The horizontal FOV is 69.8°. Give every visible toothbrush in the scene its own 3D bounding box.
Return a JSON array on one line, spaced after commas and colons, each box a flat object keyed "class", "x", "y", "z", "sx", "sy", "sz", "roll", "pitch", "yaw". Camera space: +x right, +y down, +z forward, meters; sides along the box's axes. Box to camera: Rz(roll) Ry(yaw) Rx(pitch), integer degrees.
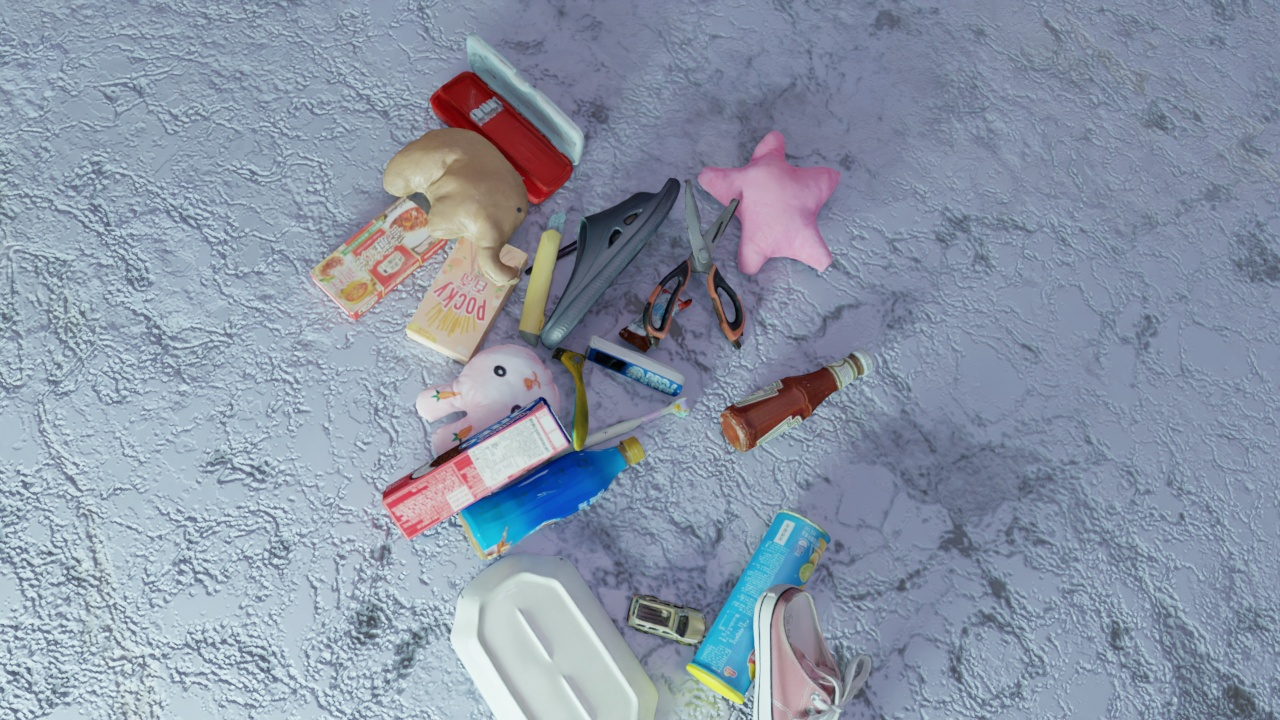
[{"class": "toothbrush", "x": -0.028, "y": 0.084, "z": 1.091, "sx": 0.189, "sy": 0.029, "sz": 0.020, "roll": -20, "pitch": 35, "yaw": -13}, {"class": "toothbrush", "x": -0.065, "y": -0.155, "z": 1.164, "sx": 0.188, "sy": 0.017, "sz": 0.014, "roll": -31, "pitch": 73, "yaw": -14}]

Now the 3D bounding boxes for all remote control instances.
[{"class": "remote control", "x": -0.007, "y": 0.006, "z": 1.103, "sx": 0.125, "sy": 0.049, "sz": 0.024, "roll": 23, "pitch": 68, "yaw": -2}]

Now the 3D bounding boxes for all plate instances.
[{"class": "plate", "x": -0.092, "y": 0.334, "z": 0.995, "sx": 0.161, "sy": 0.034, "sz": 0.265, "roll": -31, "pitch": 80, "yaw": -17}]

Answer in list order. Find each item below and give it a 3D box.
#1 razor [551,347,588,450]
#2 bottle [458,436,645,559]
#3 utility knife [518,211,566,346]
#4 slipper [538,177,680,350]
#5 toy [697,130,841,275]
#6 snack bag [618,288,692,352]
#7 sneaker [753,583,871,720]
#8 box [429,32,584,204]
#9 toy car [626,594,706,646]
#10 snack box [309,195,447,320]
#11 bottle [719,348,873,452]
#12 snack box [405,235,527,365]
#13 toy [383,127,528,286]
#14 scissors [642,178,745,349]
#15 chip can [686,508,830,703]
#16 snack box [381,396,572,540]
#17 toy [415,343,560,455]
[{"class": "razor", "x": -0.075, "y": 0.044, "z": 1.065, "sx": 0.043, "sy": 0.028, "sz": 0.132, "roll": 21, "pitch": 47, "yaw": -36}, {"class": "bottle", "x": -0.095, "y": 0.147, "z": 1.035, "sx": 0.218, "sy": 0.065, "sz": 0.065, "roll": -26, "pitch": 79, "yaw": -15}, {"class": "utility knife", "x": -0.119, "y": -0.104, "z": 1.130, "sx": 0.031, "sy": 0.019, "sz": 0.178, "roll": 14, "pitch": 81, "yaw": -7}, {"class": "slipper", "x": -0.049, "y": -0.134, "z": 1.102, "sx": 0.083, "sy": 0.111, "sz": 0.267, "roll": 39, "pitch": 76, "yaw": -6}, {"class": "toy", "x": 0.185, "y": -0.197, "z": 1.181, "sx": 0.178, "sy": 0.074, "sz": 0.194, "roll": -25, "pitch": 82, "yaw": -4}, {"class": "snack bag", "x": 0.019, "y": -0.053, "z": 1.124, "sx": 0.045, "sy": 0.026, "sz": 0.105, "roll": 33, "pitch": 58, "yaw": 18}, {"class": "sneaker", "x": 0.178, "y": 0.358, "z": 0.967, "sx": 0.118, "sy": 0.088, "sz": 0.241, "roll": -10, "pitch": 97, "yaw": -34}, {"class": "box", "x": -0.168, "y": -0.301, "z": 1.145, "sx": 0.201, "sy": 0.100, "sz": 0.094, "roll": 43, "pitch": 71, "yaw": 6}, {"class": "toy car", "x": 0.031, "y": 0.291, "z": 1.029, "sx": 0.090, "sy": 0.035, "sz": 0.042, "roll": 18, "pitch": 72, "yaw": -6}, {"class": "snack box", "x": -0.313, "y": -0.125, "z": 1.105, "sx": 0.075, "sy": 0.025, "sz": 0.152, "roll": 43, "pitch": 71, "yaw": 6}, {"class": "bottle", "x": 0.194, "y": 0.043, "z": 1.120, "sx": 0.205, "sy": 0.060, "sz": 0.059, "roll": -27, "pitch": 79, "yaw": -16}, {"class": "snack box", "x": -0.207, "y": -0.080, "z": 1.108, "sx": 0.084, "sy": 0.026, "sz": 0.157, "roll": 26, "pitch": 70, "yaw": 0}, {"class": "toy", "x": -0.199, "y": -0.191, "z": 1.096, "sx": 0.143, "sy": 0.083, "sz": 0.226, "roll": -39, "pitch": 72, "yaw": -17}, {"class": "scissors", "x": 0.070, "y": -0.108, "z": 1.122, "sx": 0.188, "sy": 0.015, "sz": 0.225, "roll": -24, "pitch": 101, "yaw": -28}, {"class": "chip can", "x": 0.135, "y": 0.273, "z": 1.032, "sx": 0.071, "sy": 0.071, "sz": 0.209, "roll": 34, "pitch": 70, "yaw": 2}, {"class": "snack box", "x": -0.179, "y": 0.117, "z": 1.010, "sx": 0.207, "sy": 0.057, "sz": 0.058, "roll": -30, "pitch": 102, "yaw": -5}, {"class": "toy", "x": -0.174, "y": 0.051, "z": 1.061, "sx": 0.159, "sy": 0.054, "sz": 0.121, "roll": -24, "pitch": 87, "yaw": -9}]
